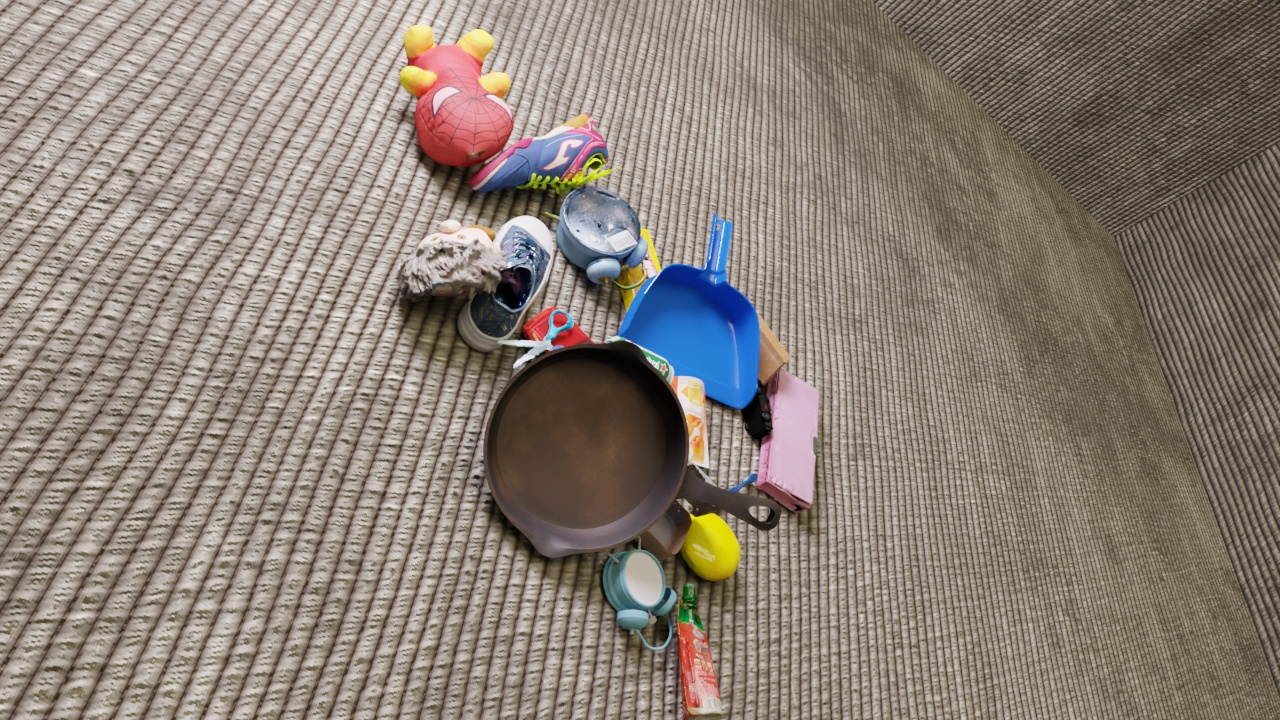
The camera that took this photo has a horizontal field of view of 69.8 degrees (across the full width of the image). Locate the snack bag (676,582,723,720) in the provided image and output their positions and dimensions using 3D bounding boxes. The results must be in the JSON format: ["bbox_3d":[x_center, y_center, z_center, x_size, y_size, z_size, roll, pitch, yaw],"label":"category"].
[{"bbox_3d":[0.064,0.332,1.055,0.087,0.044,0.155,49,30,-54],"label":"snack bag"}]

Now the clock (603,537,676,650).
[{"bbox_3d":[0.000,0.271,1.049,0.087,0.042,0.123,-13,77,-49],"label":"clock"}]

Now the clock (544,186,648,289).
[{"bbox_3d":[-0.051,-0.169,1.281,0.117,0.060,0.162,-30,79,-37],"label":"clock"}]

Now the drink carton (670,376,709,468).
[{"bbox_3d":[0.067,0.086,1.259,0.069,0.039,0.122,20,55,-36],"label":"drink carton"}]

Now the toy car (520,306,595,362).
[{"bbox_3d":[-0.070,0.016,1.153,0.189,0.056,0.081,49,37,-1],"label":"toy car"}]

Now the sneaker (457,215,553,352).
[{"bbox_3d":[-0.150,-0.109,1.142,0.087,0.079,0.234,37,41,-19],"label":"sneaker"}]

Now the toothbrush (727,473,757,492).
[{"bbox_3d":[0.122,0.182,1.254,0.132,0.016,0.021,-24,80,-48],"label":"toothbrush"}]

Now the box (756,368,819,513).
[{"bbox_3d":[0.226,0.113,1.384,0.098,0.046,0.232,37,42,-21],"label":"box"}]

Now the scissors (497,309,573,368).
[{"bbox_3d":[-0.105,-0.012,1.099,0.103,0.015,0.133,45,42,8],"label":"scissors"}]

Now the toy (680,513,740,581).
[{"bbox_3d":[0.088,0.234,1.159,0.095,0.041,0.094,-12,69,-50],"label":"toy"}]

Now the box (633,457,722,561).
[{"bbox_3d":[-0.014,0.135,1.086,0.216,0.095,0.107,46,64,-11],"label":"box"}]

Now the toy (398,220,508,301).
[{"bbox_3d":[-0.215,-0.124,1.071,0.175,0.133,0.076,-88,174,-62],"label":"toy"}]

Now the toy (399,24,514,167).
[{"bbox_3d":[-0.240,-0.342,1.206,0.147,0.099,0.216,-7,63,-18],"label":"toy"}]

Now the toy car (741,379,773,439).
[{"bbox_3d":[0.175,0.073,1.365,0.036,0.042,0.091,9,56,-39],"label":"toy car"}]

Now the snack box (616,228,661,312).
[{"bbox_3d":[-0.003,-0.130,1.350,0.075,0.025,0.152,6,58,-42],"label":"snack box"}]

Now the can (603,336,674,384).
[{"bbox_3d":[-0.007,0.007,1.221,0.101,0.053,0.053,26,46,-29],"label":"can"}]

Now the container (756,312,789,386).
[{"bbox_3d":[0.176,-0.019,1.407,0.114,0.061,0.063,54,22,0],"label":"container"}]

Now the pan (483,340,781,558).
[{"bbox_3d":[-0.003,0.118,1.032,0.356,0.043,0.248,22,88,-15],"label":"pan"}]

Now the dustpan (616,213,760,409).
[{"bbox_3d":[0.087,-0.092,1.324,0.245,0.060,0.257,24,63,-29],"label":"dustpan"}]

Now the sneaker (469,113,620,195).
[{"bbox_3d":[-0.128,-0.264,1.258,0.241,0.116,0.091,-37,104,-41],"label":"sneaker"}]
